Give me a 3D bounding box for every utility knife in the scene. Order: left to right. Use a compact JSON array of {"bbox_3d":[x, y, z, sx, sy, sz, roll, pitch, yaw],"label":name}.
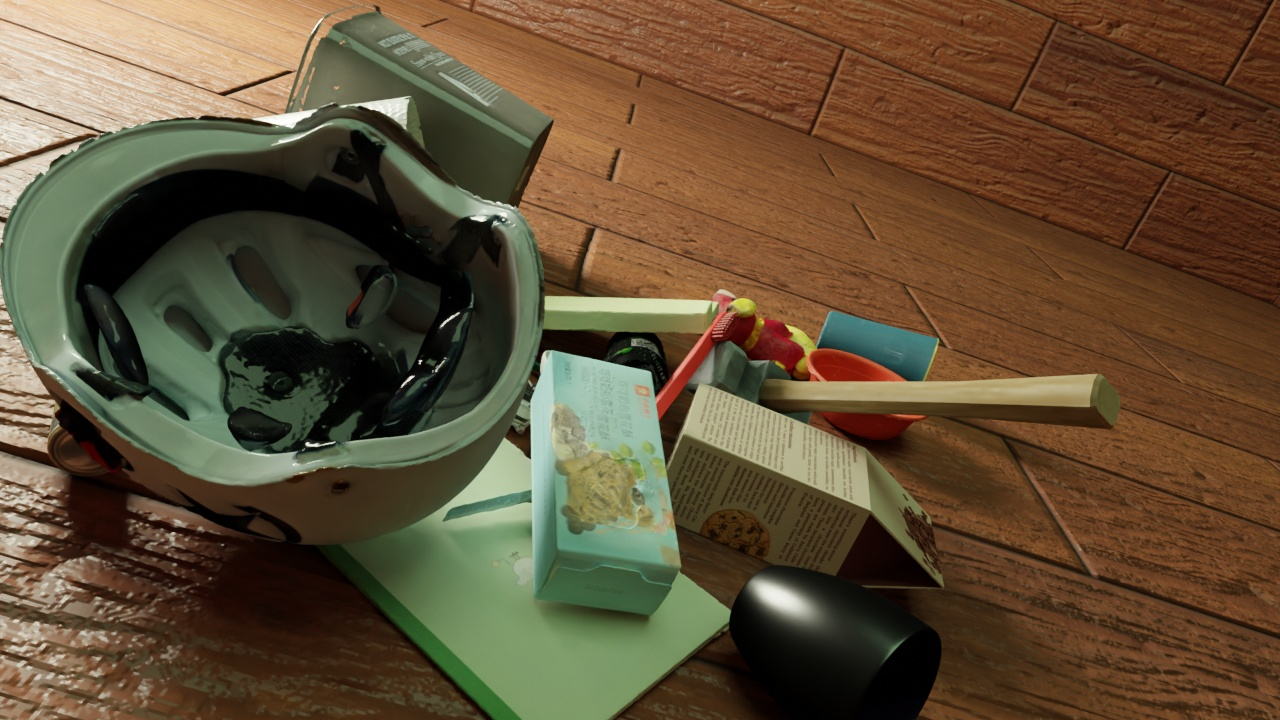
[{"bbox_3d":[-0.053,0.084,0.608,0.176,0.022,0.015,-7,34,-39],"label":"utility knife"}]

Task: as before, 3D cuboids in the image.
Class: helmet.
[{"bbox_3d":[-0.193,-0.010,0.510,0.264,0.164,0.235,23,51,0],"label":"helmet"}]

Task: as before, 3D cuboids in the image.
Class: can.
[{"bbox_3d":[-0.312,0.028,0.523,0.038,0.038,0.079,6,28,-30],"label":"can"},{"bbox_3d":[-0.005,0.004,0.769,0.054,0.054,0.137,19,10,-4],"label":"can"}]

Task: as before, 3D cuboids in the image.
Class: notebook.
[{"bbox_3d":[-0.086,0.115,0.556,0.252,0.010,0.181,33,27,26],"label":"notebook"}]

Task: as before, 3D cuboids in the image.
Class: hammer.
[{"bbox_3d":[0.176,0.028,0.672,0.117,0.051,0.324,34,-22,-34],"label":"hammer"}]

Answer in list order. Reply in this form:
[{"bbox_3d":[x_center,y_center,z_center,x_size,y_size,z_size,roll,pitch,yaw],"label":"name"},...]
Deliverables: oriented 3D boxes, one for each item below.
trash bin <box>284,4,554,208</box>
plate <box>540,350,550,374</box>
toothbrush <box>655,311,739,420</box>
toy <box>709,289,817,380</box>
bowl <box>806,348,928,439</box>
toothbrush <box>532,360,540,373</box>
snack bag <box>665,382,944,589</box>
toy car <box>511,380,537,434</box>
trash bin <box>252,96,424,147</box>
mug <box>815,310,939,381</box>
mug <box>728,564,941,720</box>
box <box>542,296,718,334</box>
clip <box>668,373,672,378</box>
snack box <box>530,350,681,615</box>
[{"bbox_3d":[-0.226,-0.223,0.951,0.220,0.198,0.197,25,24,-7],"label":"trash bin"},{"bbox_3d":[-0.043,0.036,0.710,0.104,0.026,0.104,42,7,-7],"label":"plate"},{"bbox_3d":[0.022,0.029,0.692,0.018,0.012,0.211,-4,37,45],"label":"toothbrush"},{"bbox_3d":[0.131,-0.018,0.959,0.137,0.067,0.105,27,24,-18],"label":"toy"},{"bbox_3d":[0.218,0.040,0.914,0.130,0.045,0.130,17,24,-8],"label":"bowl"},{"bbox_3d":[-0.120,-0.017,0.798,0.190,0.016,0.017,31,29,22],"label":"toothbrush"},{"bbox_3d":[0.122,0.101,0.678,0.206,0.070,0.094,22,24,2],"label":"snack bag"},{"bbox_3d":[-0.111,0.014,0.715,0.039,0.039,0.113,31,10,-43],"label":"toy car"},{"bbox_3d":[-0.274,-0.158,0.802,0.161,0.133,0.133,-5,28,-6],"label":"trash bin"},{"bbox_3d":[0.258,-0.008,1.019,0.121,0.078,0.078,20,24,12],"label":"mug"},{"bbox_3d":[0.113,0.170,0.532,0.100,0.085,0.119,27,-9,43],"label":"mug"},{"bbox_3d":[-0.026,-0.045,0.824,0.187,0.024,0.137,2,8,11],"label":"box"},{"bbox_3d":[0.014,0.012,0.853,0.046,0.014,0.050,6,30,-30],"label":"clip"},{"bbox_3d":[-0.027,0.071,0.577,0.075,0.053,0.174,13,39,-18],"label":"snack box"}]
